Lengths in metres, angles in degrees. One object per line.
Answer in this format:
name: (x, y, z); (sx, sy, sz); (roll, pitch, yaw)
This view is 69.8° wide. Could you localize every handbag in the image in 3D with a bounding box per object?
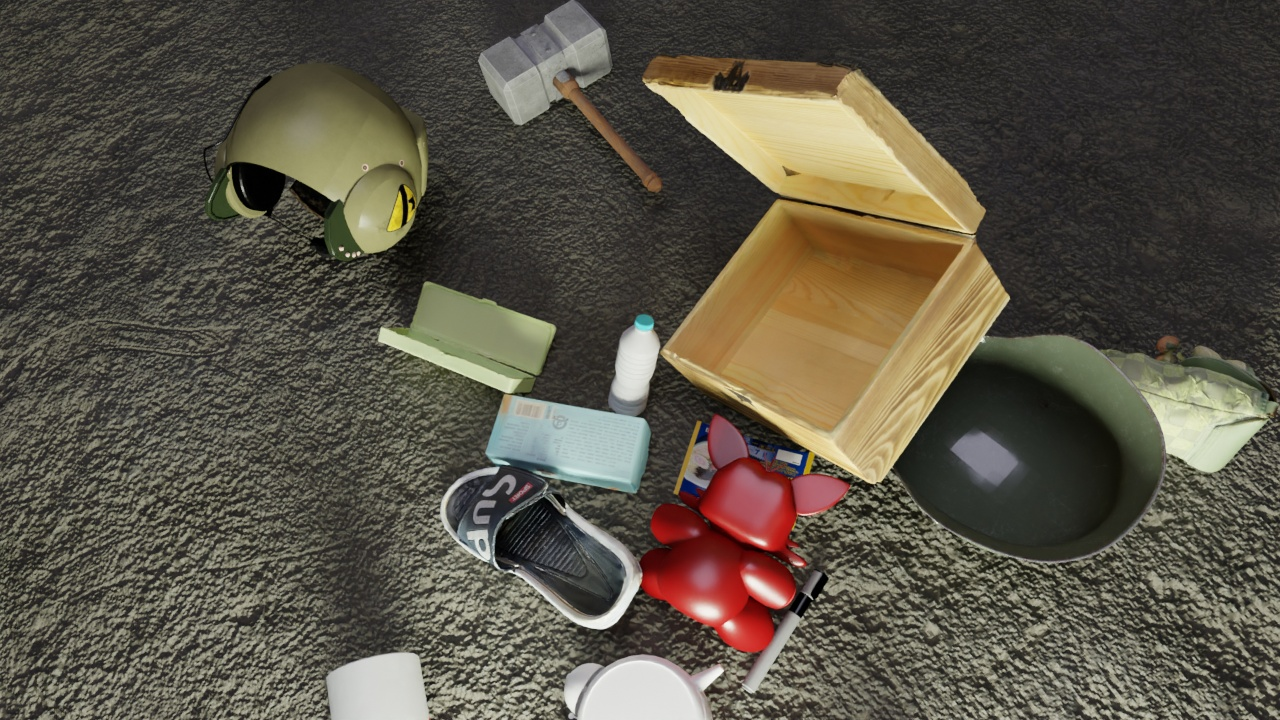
handbag: (0.542, 0.030, 0.940); (0.186, 0.113, 0.116); (21, 61, 18)

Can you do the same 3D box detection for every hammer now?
hammer: (-0.064, -0.327, 1.215); (0.162, 0.083, 0.317); (-34, 64, -9)

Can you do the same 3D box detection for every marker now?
marker: (0.146, 0.273, 0.929); (0.016, 0.016, 0.140); (31, 72, 20)

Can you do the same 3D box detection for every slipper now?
slipper: (-0.116, 0.182, 0.963); (0.264, 0.063, 0.111); (29, 77, 31)

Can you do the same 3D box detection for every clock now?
clock: (0.004, 0.354, 0.888); (0.161, 0.073, 0.125); (-5, 63, 14)

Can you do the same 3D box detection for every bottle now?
bottle: (-0.006, 0.006, 1.015); (0.044, 0.136, 0.044); (6, 44, -6)

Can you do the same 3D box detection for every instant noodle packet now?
instant noodle packet: (0.113, 0.123, 1.001); (0.134, 0.026, 0.087); (15, 72, 14)

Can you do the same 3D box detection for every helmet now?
helmet: (-0.366, -0.226, 1.101); (0.250, 0.256, 0.232); (18, 71, 14)
helmet: (0.352, 0.092, 0.910); (0.226, 0.154, 0.268); (-44, 63, -10)

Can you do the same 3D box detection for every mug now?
mug: (-0.269, 0.356, 0.915); (0.121, 0.091, 0.090); (-34, 59, 28)

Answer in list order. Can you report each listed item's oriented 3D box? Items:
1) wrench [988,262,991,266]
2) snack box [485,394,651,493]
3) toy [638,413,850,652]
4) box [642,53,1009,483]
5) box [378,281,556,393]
wrench: (0.280, -0.098, 1.080); (0.273, 0.010, 0.070); (2, 66, 9)
snack box: (-0.080, 0.093, 1.029); (0.175, 0.053, 0.074); (8, 65, 14)
toy: (0.095, 0.175, 0.919); (0.158, 0.120, 0.197); (28, 88, 22)
box: (0.139, -0.121, 0.877); (0.286, 0.336, 0.279); (-51, 35, -8)
box: (-0.208, -0.028, 1.090); (0.188, 0.082, 0.098); (18, 94, 16)
